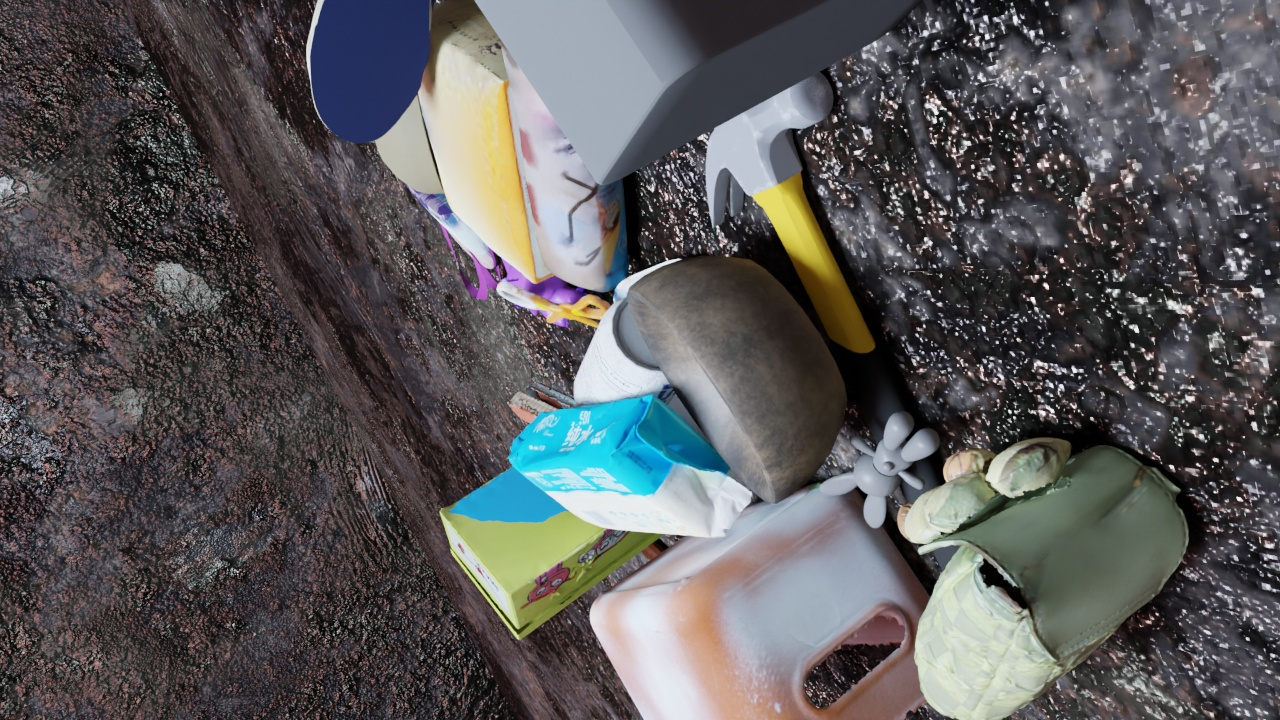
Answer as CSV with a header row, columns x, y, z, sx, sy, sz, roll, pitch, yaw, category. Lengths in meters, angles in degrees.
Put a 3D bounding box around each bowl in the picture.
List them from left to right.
x,y,z,sx,sy,sz,roll,pitch,yaw,category
-0.220,-0.228,0.854,0.152,0.050,0.152,168,92,-86,bowl
0.064,0.004,0.572,0.162,0.070,0.162,55,173,9,bowl

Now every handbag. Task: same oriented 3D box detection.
x,y,z,sx,sy,sz,roll,pitch,yaw,category
-0.186,-0.131,0.983,0.144,0.068,0.170,44,159,30,handbag
0.189,0.112,0.488,0.117,0.113,0.187,52,157,31,handbag

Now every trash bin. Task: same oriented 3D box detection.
x,y,z,sx,sy,sz,roll,pitch,yaw,category
0.003,-0.213,0.366,0.220,0.191,0.098,56,156,2,trash bin
0.087,0.206,0.706,0.157,0.181,0.260,59,157,4,trash bin

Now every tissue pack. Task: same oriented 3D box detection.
x,y,z,sx,sy,sz,roll,pitch,yaw,category
-0.016,0.085,0.710,0.117,0.065,0.210,38,153,-22,tissue pack

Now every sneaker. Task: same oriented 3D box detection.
x,y,z,sx,sy,sz,roll,pitch,yaw,category
-0.206,-0.293,0.692,0.118,0.091,0.233,40,113,43,sneaker

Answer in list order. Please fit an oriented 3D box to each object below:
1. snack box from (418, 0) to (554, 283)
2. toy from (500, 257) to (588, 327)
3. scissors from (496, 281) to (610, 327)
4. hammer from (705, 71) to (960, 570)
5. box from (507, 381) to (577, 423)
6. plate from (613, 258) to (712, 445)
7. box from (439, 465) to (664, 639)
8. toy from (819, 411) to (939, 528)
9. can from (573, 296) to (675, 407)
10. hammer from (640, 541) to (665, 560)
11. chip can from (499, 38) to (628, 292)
x,y,z,sx,sy,sz,roll,pitch,yaw,category
-0.121,-0.180,0.767,0.145,0.080,0.196,42,151,34,snack box
-0.103,-0.075,0.885,0.088,0.055,0.106,7,128,61,toy
-0.069,-0.046,0.818,0.129,0.011,0.125,21,165,-17,scissors
0.131,-0.007,0.558,0.323,0.029,0.127,62,156,-10,hammer
-0.095,0.068,1.046,0.187,0.057,0.060,17,101,54,box
0.054,0.007,0.730,0.187,0.016,0.187,62,156,-8,plate
-0.060,0.139,0.859,0.124,0.220,0.082,39,147,32,box
0.145,0.068,0.557,0.049,0.030,0.112,35,146,11,toy
-0.004,0.004,0.719,0.078,0.078,0.136,54,156,11,can
0.052,0.243,0.995,0.301,0.028,0.111,37,147,40,hammer
-0.051,-0.151,0.672,0.080,0.079,0.230,41,151,34,chip can
